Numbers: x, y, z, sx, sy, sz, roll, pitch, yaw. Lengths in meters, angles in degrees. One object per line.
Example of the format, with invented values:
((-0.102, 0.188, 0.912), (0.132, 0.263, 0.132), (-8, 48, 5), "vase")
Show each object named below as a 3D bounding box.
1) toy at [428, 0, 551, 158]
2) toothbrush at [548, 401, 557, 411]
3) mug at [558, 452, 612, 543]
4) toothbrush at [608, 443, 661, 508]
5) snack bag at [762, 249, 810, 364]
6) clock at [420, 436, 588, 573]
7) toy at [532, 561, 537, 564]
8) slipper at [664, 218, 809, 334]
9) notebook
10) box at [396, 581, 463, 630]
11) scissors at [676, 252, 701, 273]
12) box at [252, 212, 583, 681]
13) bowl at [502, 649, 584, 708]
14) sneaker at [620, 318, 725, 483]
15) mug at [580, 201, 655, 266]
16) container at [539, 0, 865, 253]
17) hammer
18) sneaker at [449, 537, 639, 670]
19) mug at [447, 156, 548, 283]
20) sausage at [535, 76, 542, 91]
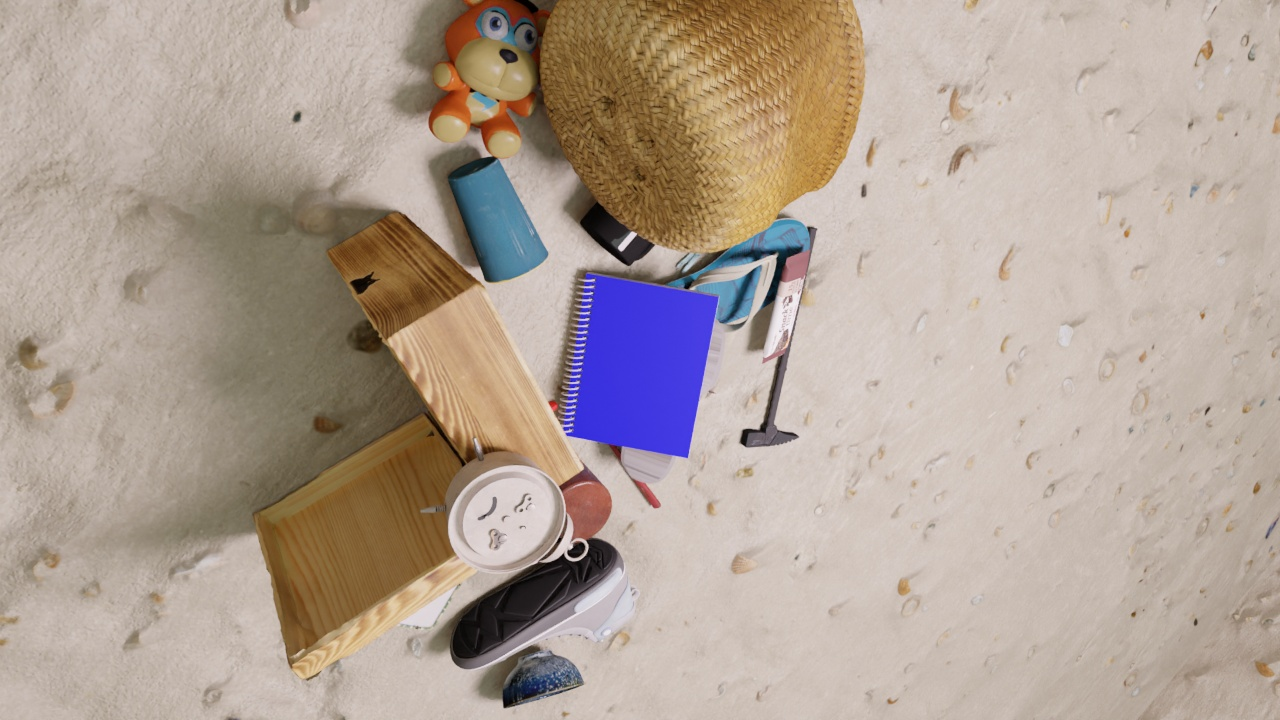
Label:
((-0.152, -0.300, 0.932), (0.112, 0.096, 0.176), (9, 95, -31), "toy")
((-0.193, 0.109, 1.133), (0.212, 0.012, 0.018), (-30, 134, -15), "toothbrush")
((-0.095, 0.181, 1.164), (0.096, 0.110, 0.123), (-18, 119, -16), "mug")
((-0.022, 0.142, 1.242), (0.016, 0.016, 0.190), (-38, 125, -4), "toothbrush")
((0.196, -0.071, 1.232), (0.056, 0.013, 0.158), (-21, 131, -43), "snack bag")
((-0.110, 0.141, 0.831), (0.157, 0.061, 0.103), (35, 92, -29), "clock")
((-0.154, 0.233, 1.195), (0.122, 0.038, 0.079), (32, 87, -38), "toy")
((0.110, -0.084, 1.186), (0.294, 0.060, 0.118), (-27, 129, -16), "slipper")
((-0.007, 0.007, 1.130), (0.171, 0.022, 0.209), (10, 106, 2), "notebook")
((-0.257, 0.229, 1.119), (0.117, 0.051, 0.205), (24, 99, -42), "box")
((0.100, -0.158, 1.182), (0.141, 0.015, 0.076), (-49, 129, 5), "scissors")
((-0.273, 0.081, 0.916), (0.336, 0.279, 0.286), (-36, 124, -13), "box")
((-0.141, 0.436, 1.271), (0.114, 0.060, 0.114), (-16, 160, -6), "bowl")
((0.044, 0.041, 1.191), (0.099, 0.089, 0.236), (24, 106, 0), "sneaker")
((-0.008, -0.161, 1.085), (0.088, 0.078, 0.113), (-49, 152, -2), "mug")
((0.045, -0.260, 0.901), (0.196, 0.307, 0.307), (-37, 125, -23), "container")
((0.215, -0.028, 1.300), (0.094, 0.015, 0.325), (-1, 111, -29), "hammer")
((-0.122, 0.361, 1.248), (0.256, 0.093, 0.160), (-31, 132, -12), "sneaker")
((-0.159, -0.155, 1.000), (0.078, 0.078, 0.121), (-30, 118, -15), "mug")
((-0.065, -0.294, 1.020), (0.155, 0.020, 0.020), (12, 105, -33), "sausage")
